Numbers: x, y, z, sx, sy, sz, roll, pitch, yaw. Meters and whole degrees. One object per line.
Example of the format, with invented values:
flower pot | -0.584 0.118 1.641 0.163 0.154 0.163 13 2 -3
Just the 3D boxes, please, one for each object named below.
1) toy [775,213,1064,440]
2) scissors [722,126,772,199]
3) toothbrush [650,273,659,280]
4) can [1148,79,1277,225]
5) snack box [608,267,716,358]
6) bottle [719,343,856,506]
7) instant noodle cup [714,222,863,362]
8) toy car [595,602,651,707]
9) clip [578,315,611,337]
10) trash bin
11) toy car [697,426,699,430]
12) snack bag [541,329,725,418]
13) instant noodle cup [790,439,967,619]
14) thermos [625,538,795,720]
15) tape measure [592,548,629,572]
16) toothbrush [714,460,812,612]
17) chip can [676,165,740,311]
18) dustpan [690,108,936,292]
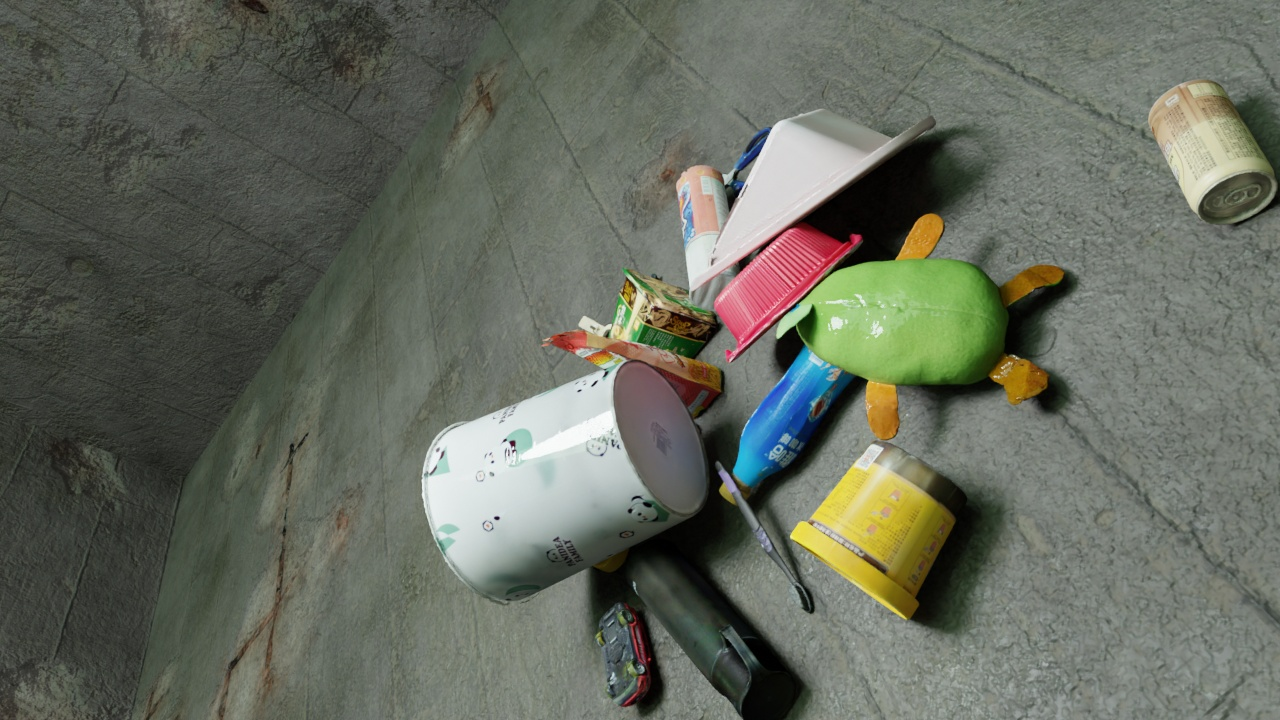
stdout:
toy | 0.256 -0.035 0.852 0.247 0.090 0.226 8 71 31
scissors | 0.135 -0.263 1.312 0.176 0.012 0.162 -49 32 22
toothbrush | 0.013 -0.048 1.308 0.012 0.017 0.185 -2 56 12
can | 0.453 -0.167 0.731 0.059 0.058 0.116 -34 40 37
snack box | 0.019 -0.043 1.217 0.106 0.118 0.117 -62 30 17
bottle | 0.157 0.060 0.969 0.219 0.065 0.065 -56 31 9
instant noodle cup | 0.149 -0.084 0.998 0.193 0.066 0.194 -41 -5 -5
toy car | -0.014 0.326 1.017 0.053 0.045 0.120 -49 28 23
clip | -0.049 -0.037 1.368 0.100 0.070 0.034 25 88 52
trash bin | -0.076 0.129 1.041 0.252 0.229 0.229 -27 43 26
toy car | 0.044 0.112 1.120 0.043 0.034 0.090 -25 45 49
snack bag | -0.007 0.006 1.109 0.129 0.207 0.073 4 74 59
instant noodle cup | 0.209 0.140 0.787 0.114 0.118 0.118 -55 31 -5
thermos | 0.063 0.258 0.925 0.068 0.090 0.242 -25 27 -17
tape measure | -0.036 0.234 1.139 0.060 0.029 0.057 -47 33 21
toothbrush | 0.119 0.173 0.925 0.014 0.016 0.189 -51 50 26
chip can | 0.091 -0.168 1.231 0.071 0.071 0.214 -37 41 34
dustpan | 0.199 -0.174 1.027 0.221 0.139 0.274 -38 -24 -54
